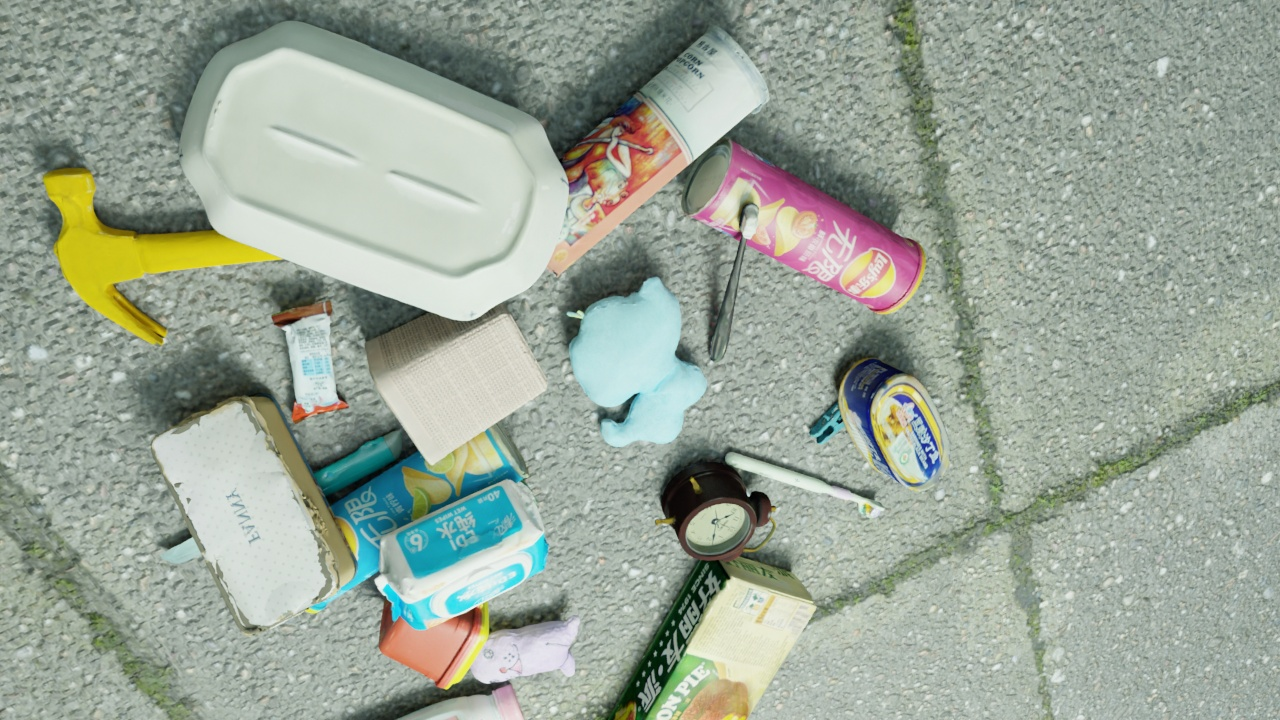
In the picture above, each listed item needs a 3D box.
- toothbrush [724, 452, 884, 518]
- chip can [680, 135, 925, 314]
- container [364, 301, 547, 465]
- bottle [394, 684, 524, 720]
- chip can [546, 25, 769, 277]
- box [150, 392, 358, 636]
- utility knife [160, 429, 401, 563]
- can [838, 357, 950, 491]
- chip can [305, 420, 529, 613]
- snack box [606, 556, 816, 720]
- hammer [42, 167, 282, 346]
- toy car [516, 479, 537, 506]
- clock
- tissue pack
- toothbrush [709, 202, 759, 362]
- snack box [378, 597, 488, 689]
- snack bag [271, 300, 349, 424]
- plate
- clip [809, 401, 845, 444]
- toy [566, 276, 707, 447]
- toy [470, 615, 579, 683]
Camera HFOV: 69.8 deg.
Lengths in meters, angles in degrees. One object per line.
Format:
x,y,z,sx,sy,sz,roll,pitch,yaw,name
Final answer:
0.163,0.123,0.908,0.189,0.029,0.020,21,63,-23,toothbrush
0.139,-0.110,0.768,0.210,0.071,0.071,23,104,-25,chip can
-0.143,0.006,0.723,0.111,0.090,0.090,-30,118,-7,container
-0.209,0.367,0.873,0.196,0.068,0.068,-21,118,-11,bottle
-0.006,-0.157,0.702,0.215,0.071,0.071,-40,118,3,chip can
-0.294,0.108,0.697,0.090,0.061,0.184,-25,87,-4,box
-0.294,0.115,0.762,0.215,0.013,0.029,-27,120,-8,utility knife
0.245,0.063,0.881,0.074,0.049,0.148,-41,123,-10,can
-0.199,0.123,0.764,0.210,0.071,0.071,-33,118,-2,chip can
0.069,0.314,0.938,0.114,0.063,0.240,21,105,-24,snack box
-0.259,-0.087,0.674,0.300,0.033,0.129,-8,115,-14,hammer
-0.137,0.135,0.808,0.091,0.036,0.043,-32,120,-5,toy car
0.075,0.147,0.866,0.122,0.055,0.082,28,109,-27,clock
-0.140,0.159,0.736,0.139,0.063,0.090,-24,151,-18,tissue pack
0.076,-0.056,0.763,0.015,0.018,0.181,1,140,-6,toothbrush
-0.182,0.226,0.806,0.080,0.091,0.082,29,102,-19,snack box
-0.256,0.003,0.715,0.048,0.026,0.104,-16,123,-24,snack bag
-0.181,-0.131,0.632,0.265,0.034,0.162,21,90,-10,plate
0.188,0.058,0.891,0.056,0.014,0.042,-42,119,1,clip
-0.005,0.005,0.786,0.156,0.049,0.162,20,113,-32,toy
-0.112,0.281,0.880,0.108,0.039,0.084,-7,123,-16,toy
